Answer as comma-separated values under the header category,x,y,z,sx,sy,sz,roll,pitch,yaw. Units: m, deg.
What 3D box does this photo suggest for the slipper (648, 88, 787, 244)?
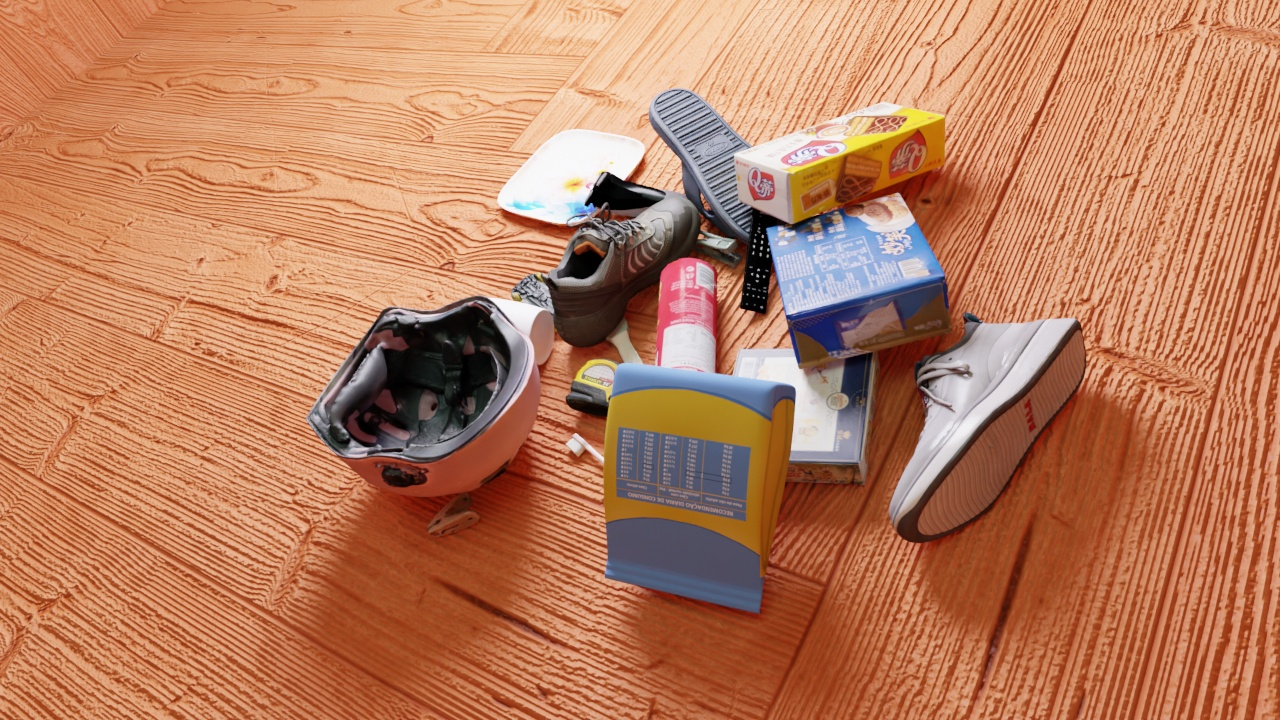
category,x,y,z,sx,sy,sz,roll,pitch,yaw
slipper,0.099,-0.235,1.167,0.101,0.083,0.263,-28,68,-15

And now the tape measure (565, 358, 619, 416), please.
category,x,y,z,sx,sy,sz,roll,pitch,yaw
tape measure,-0.042,0.031,1.030,0.066,0.037,0.064,8,55,28

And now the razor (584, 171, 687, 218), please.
category,x,y,z,sx,sy,sz,roll,pitch,yaw
razor,0.003,-0.213,1.217,0.156,0.060,0.057,19,68,11

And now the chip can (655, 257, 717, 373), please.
category,x,y,z,sx,sy,sz,roll,pitch,yaw
chip can,0.050,-0.012,1.006,0.073,0.073,0.232,-9,47,15

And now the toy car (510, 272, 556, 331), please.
category,x,y,z,sx,sy,sz,roll,pitch,yaw
toy car,-0.119,-0.072,1.157,0.049,0.030,0.107,-42,59,-17

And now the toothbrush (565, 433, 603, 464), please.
category,x,y,z,sx,sy,sz,roll,pitch,yaw
toothbrush,-0.020,0.126,0.954,0.018,0.016,0.181,-47,49,-10

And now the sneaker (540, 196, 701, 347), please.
category,x,y,z,sx,sy,sz,roll,pitch,yaw
sneaker,-0.036,-0.143,1.088,0.101,0.143,0.237,22,61,42

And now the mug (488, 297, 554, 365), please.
category,x,y,z,sx,sy,sz,roll,pitch,yaw
mug,-0.160,-0.016,1.104,0.088,0.081,0.114,7,85,20

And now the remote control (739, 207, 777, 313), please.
category,x,y,z,sx,sy,sz,roll,pitch,yaw
remote control,0.139,-0.121,1.073,0.030,0.009,0.139,11,70,-5

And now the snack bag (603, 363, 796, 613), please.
category,x,y,z,sx,sy,sz,roll,pitch,yaw
snack bag,0.049,0.113,0.838,0.159,0.102,0.205,7,90,23

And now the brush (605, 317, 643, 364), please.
category,x,y,z,sx,sy,sz,roll,pitch,yaw
brush,-0.006,0.006,1.057,0.033,0.012,0.217,-27,48,-2

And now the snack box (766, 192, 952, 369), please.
category,x,y,z,sx,sy,sz,roll,pitch,yaw
snack box,0.223,-0.089,0.967,0.155,0.069,0.202,-15,31,10

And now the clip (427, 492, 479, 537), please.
category,x,y,z,sx,sy,sz,roll,pitch,yaw
clip,-0.203,0.165,0.991,0.060,0.024,0.039,-21,46,9

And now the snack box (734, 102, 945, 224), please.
category,x,y,z,sx,sy,sz,roll,pitch,yaw
snack box,0.236,-0.236,1.077,0.229,0.062,0.110,-23,33,-20

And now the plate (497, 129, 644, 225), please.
category,x,y,z,sx,sy,sz,roll,pitch,yaw
plate,-0.099,-0.263,1.326,0.187,0.016,0.186,19,61,35

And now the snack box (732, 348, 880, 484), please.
category,x,y,z,sx,sy,sz,roll,pitch,yaw
snack box,0.159,0.053,0.922,0.145,0.043,0.144,0,51,23

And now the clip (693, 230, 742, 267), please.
category,x,y,z,sx,sy,sz,roll,pitch,yaw
clip,0.089,-0.145,1.126,0.023,0.049,0.078,-43,54,-19

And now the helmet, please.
category,x,y,z,sx,sy,sz,roll,pitch,yaw
helmet,-0.216,0.055,1.000,0.256,0.153,0.229,-4,43,21

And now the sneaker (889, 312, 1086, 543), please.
category,x,y,z,sx,sy,sz,roll,pitch,yaw
sneaker,0.290,0.049,0.845,0.262,0.097,0.129,-47,38,-18
